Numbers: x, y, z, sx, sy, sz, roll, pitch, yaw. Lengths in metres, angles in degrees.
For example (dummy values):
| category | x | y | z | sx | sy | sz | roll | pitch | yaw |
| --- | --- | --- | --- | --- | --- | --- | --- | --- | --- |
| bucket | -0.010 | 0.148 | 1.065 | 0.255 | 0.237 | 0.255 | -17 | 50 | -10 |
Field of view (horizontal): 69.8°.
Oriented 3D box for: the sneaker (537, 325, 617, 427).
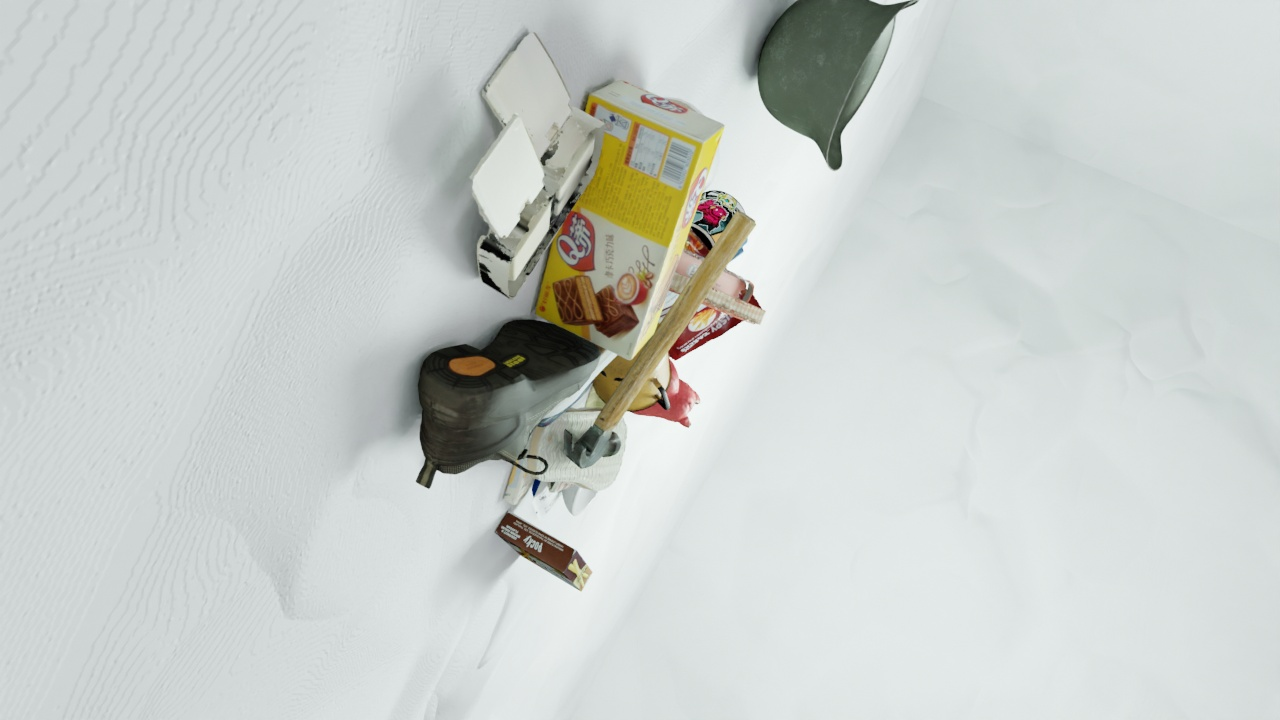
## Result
| category | x | y | z | sx | sy | sz | roll | pitch | yaw |
| --- | --- | --- | --- | --- | --- | --- | --- | --- | --- |
| sneaker | -0.049 | -0.020 | 0.975 | 0.234 | 0.087 | 0.079 | -52 | 160 | -25 |

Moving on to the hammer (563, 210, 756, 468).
| category | x | y | z | sx | sy | sz | roll | pitch | yaw |
| --- | --- | --- | --- | --- | --- | --- | --- | --- | --- |
| hammer | 0.019 | -0.016 | 0.984 | 0.331 | 0.033 | 0.132 | -56 | 162 | 17 |

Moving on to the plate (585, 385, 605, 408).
| category | x | y | z | sx | sy | sz | roll | pitch | yaw |
| --- | --- | --- | --- | --- | --- | --- | --- | --- | --- |
| plate | -0.016 | 0.023 | 1.296 | 0.184 | 0.036 | 0.185 | -57 | 166 | -23 |

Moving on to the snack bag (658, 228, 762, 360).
| category | x | y | z | sx | sy | sz | roll | pitch | yaw |
| --- | --- | --- | --- | --- | --- | --- | --- | --- | --- |
| snack bag | 0.059 | -0.074 | 1.148 | 0.139 | 0.066 | 0.208 | -38 | 139 | 9 |

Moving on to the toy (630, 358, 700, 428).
| category | x | y | z | sx | sy | sz | roll | pitch | yaw |
| --- | --- | --- | --- | --- | --- | --- | --- | --- | --- |
| toy | 0.038 | 0.033 | 1.235 | 0.088 | 0.094 | 0.133 | -57 | 164 | -20 |

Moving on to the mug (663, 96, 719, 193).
| category | x | y | z | sx | sy | sz | roll | pitch | yaw |
| --- | --- | --- | --- | --- | --- | --- | --- | --- | --- |
| mug | 0.030 | -0.190 | 0.885 | 0.068 | 0.094 | 0.115 | 7 | 73 | -78 |

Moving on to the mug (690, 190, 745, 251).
| category | x | y | z | sx | sy | sz | roll | pitch | yaw |
| --- | --- | --- | --- | --- | --- | --- | --- | --- | --- |
| mug | 0.073 | -0.157 | 1.211 | 0.118 | 0.082 | 0.098 | -37 | -171 | 44 |

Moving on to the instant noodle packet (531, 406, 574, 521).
| category | x | y | z | sx | sy | sz | roll | pitch | yaw |
| --- | --- | --- | --- | --- | --- | --- | --- | --- | --- |
| instant noodle packet | -0.106 | 0.132 | 1.165 | 0.087 | 0.026 | 0.134 | 89 | 21 | -64 |

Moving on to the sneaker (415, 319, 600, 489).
| category | x | y | z | sx | sy | sz | roll | pitch | yaw |
| --- | --- | --- | --- | --- | --- | --- | --- | --- | --- |
| sneaker | -0.116 | 0.052 | 0.820 | 0.237 | 0.101 | 0.143 | -26 | 137 | -62 |

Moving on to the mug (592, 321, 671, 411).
| category | x | y | z | sx | sy | sz | roll | pitch | yaw |
| --- | --- | --- | --- | --- | --- | --- | --- | --- | --- |
| mug | -0.006 | 0.007 | 1.113 | 0.100 | 0.123 | 0.094 | -38 | 159 | -13 |

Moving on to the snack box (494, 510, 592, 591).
| category | x | y | z | sx | sy | sz | roll | pitch | yaw |
| --- | --- | --- | --- | --- | --- | --- | --- | --- | --- |
| snack box | -0.123 | 0.254 | 1.207 | 0.031 | 0.101 | 0.186 | -59 | 167 | -16 |

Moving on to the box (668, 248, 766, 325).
| category | x | y | z | sx | sy | sz | roll | pitch | yaw |
| --- | --- | --- | --- | --- | --- | --- | --- | --- | --- |
| box | 0.090 | -0.085 | 1.077 | 0.187 | 0.057 | 0.071 | 15 | 73 | -51 |

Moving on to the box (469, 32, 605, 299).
| category | x | y | z | sx | sy | sz | roll | pitch | yaw |
| --- | --- | --- | --- | --- | --- | --- | --- | --- | --- |
| box | -0.083 | -0.140 | 0.690 | 0.144 | 0.058 | 0.188 | -59 | 170 | -17 |

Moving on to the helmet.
| category | x | y | z | sx | sy | sz | roll | pitch | yaw |
| --- | --- | --- | --- | --- | --- | --- | --- | --- | --- |
| helmet | 0.240 | -0.385 | 1.193 | 0.267 | 0.154 | 0.227 | -33 | 150 | -56 |

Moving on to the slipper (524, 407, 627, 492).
| category | x | y | z | sx | sy | sz | roll | pitch | yaw |
| --- | --- | --- | --- | --- | --- | --- | --- | --- | --- |
| slipper | -0.082 | 0.106 | 1.098 | 0.262 | 0.052 | 0.115 | 24 | 80 | -70 |

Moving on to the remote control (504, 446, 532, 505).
| category | x | y | z | sx | sy | sz | roll | pitch | yaw |
| --- | --- | --- | --- | --- | --- | --- | --- | --- | --- |
| remote control | -0.133 | 0.117 | 1.079 | 0.038 | 0.018 | 0.126 | -43 | 156 | -57 |

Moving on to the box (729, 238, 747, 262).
| category | x | y | z | sx | sy | sz | roll | pitch | yaw |
| --- | --- | --- | --- | --- | --- | --- | --- | --- | --- |
| box | 0.095 | -0.166 | 1.374 | 0.086 | 0.073 | 0.208 | -24 | -172 | 31 |

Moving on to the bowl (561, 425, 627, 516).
| category | x | y | z | sx | sy | sz | roll | pitch | yaw |
| --- | --- | --- | --- | --- | --- | --- | --- | --- | --- |
| bowl | -0.074 | 0.146 | 1.309 | 0.149 | 0.043 | 0.150 | -56 | 166 | -22 |

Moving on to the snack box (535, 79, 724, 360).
| category | x | y | z | sx | sy | sz | roll | pitch | yaw |
| --- | --- | --- | --- | --- | --- | --- | --- | --- | --- |
| snack box | -0.016 | -0.124 | 0.838 | 0.061 | 0.110 | 0.231 | -50 | 163 | -54 |
